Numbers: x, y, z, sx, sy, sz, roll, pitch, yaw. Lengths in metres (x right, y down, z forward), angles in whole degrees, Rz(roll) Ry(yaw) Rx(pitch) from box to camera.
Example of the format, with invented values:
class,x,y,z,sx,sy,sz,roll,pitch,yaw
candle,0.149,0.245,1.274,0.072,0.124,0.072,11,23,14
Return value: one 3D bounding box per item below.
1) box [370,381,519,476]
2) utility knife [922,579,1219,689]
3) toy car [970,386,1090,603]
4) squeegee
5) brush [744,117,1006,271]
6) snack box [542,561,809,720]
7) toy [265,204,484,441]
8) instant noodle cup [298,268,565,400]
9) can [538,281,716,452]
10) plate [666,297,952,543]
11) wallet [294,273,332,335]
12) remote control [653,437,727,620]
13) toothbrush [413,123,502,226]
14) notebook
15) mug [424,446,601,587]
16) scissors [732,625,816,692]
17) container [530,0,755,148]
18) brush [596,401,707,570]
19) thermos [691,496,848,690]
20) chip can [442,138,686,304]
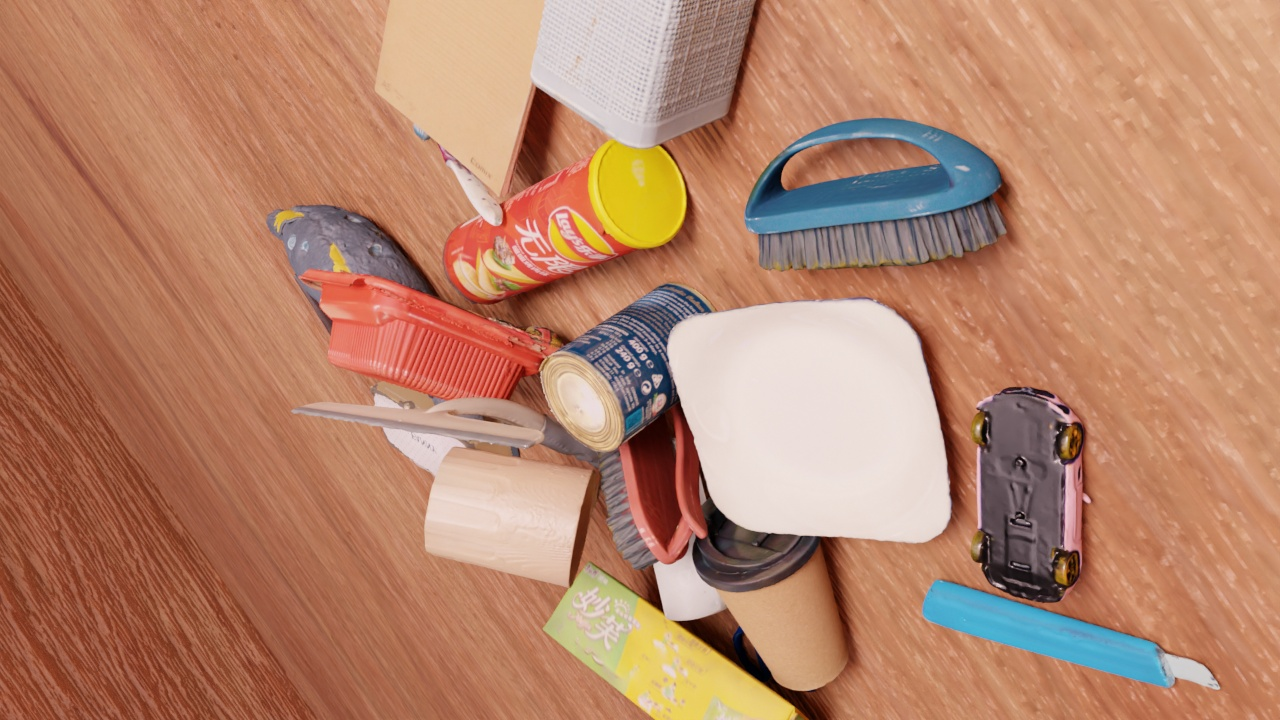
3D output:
class,x,y,z,sx,sy,sz,roll,pitch,yaw
box,-0.195,0.074,0.935,0.184,0.059,0.090,24,134,33
utility knife,0.245,0.162,0.540,0.167,0.018,0.034,7,126,43
toy car,0.211,0.072,0.496,0.056,0.037,0.122,8,111,42
squeegee,-0.087,0.054,0.701,0.247,0.246,0.039,3,79,38
brush,0.111,-0.085,0.467,0.144,0.055,0.073,1,118,48
snack box,0.039,0.266,0.754,0.210,0.070,0.158,28,165,31
toy,-0.263,-0.066,0.875,0.356,0.091,0.138,44,154,19
instant noodle cup,-0.171,-0.014,0.734,0.188,0.079,0.165,23,171,-37
can,-0.004,0.004,0.617,0.075,0.110,0.075,29,136,32
plate,0.105,0.035,0.564,0.165,0.034,0.164,-3,115,34
wallet,-0.302,-0.036,0.945,0.122,0.020,0.096,45,176,41
remote control,0.029,0.129,0.702,0.056,0.019,0.135,-25,73,37
toothbrush,-0.140,-0.145,0.684,0.187,0.016,0.017,52,135,42
notebook,-0.114,-0.237,0.606,0.149,0.012,0.212,41,130,21
mug,-0.088,0.103,0.668,0.103,0.124,0.084,11,108,4
scissors,0.086,0.202,0.754,0.169,0.012,0.147,46,142,15
container,0.007,-0.188,0.480,0.090,0.089,0.112,39,138,21
brush,0.010,0.077,0.648,0.069,0.145,0.063,-33,133,23
thermos,0.098,0.163,0.653,0.093,0.092,0.143,5,129,46
chip can,-0.063,-0.091,0.644,0.217,0.073,0.073,-11,109,51
